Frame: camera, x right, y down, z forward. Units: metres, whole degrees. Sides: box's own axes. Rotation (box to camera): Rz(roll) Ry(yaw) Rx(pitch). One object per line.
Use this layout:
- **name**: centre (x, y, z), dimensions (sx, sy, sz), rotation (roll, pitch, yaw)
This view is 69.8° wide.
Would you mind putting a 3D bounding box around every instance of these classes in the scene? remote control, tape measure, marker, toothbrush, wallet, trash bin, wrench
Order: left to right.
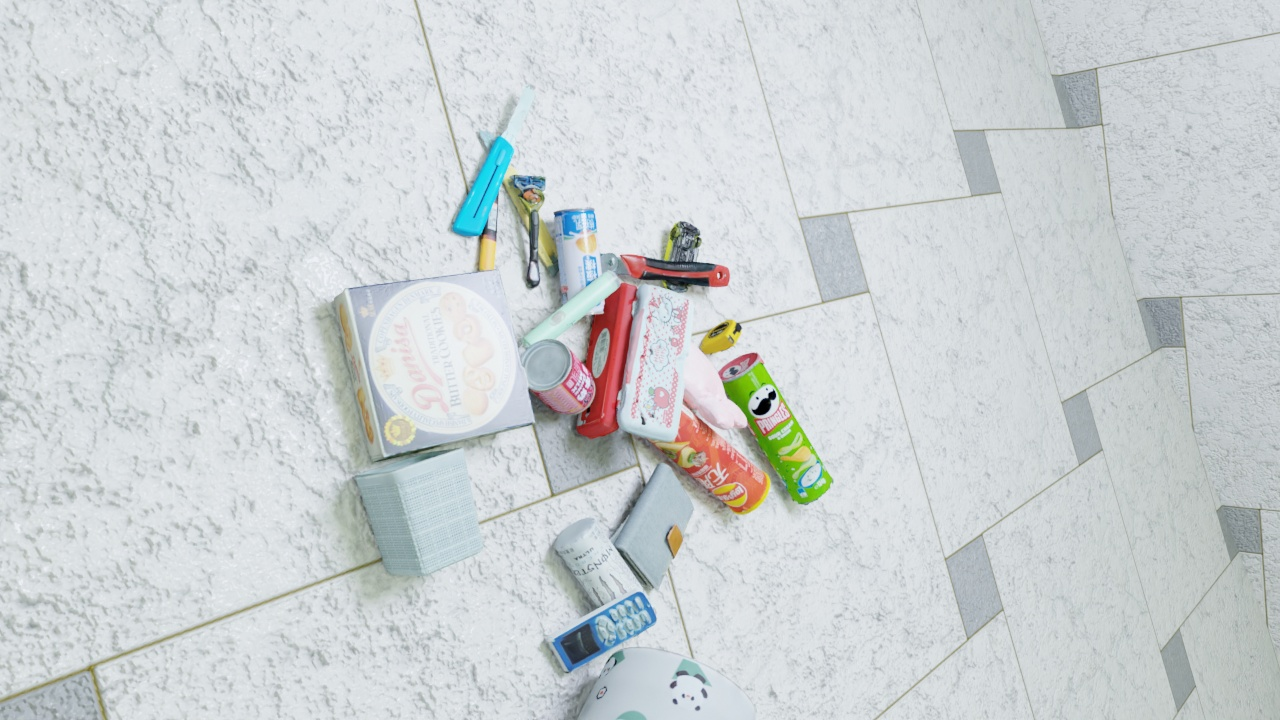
- **marker**: centre (-0.183, -0.160, 1.114), dimensions (0.018, 0.015, 0.123), rotation (15, 66, -33)
- **toothbrush**: centre (-0.111, -0.035, 1.098), dimensions (0.224, 0.027, 0.026), rotation (-41, 65, -20)
- **remote control**: centre (-0.044, 0.311, 1.063), dimensions (0.125, 0.024, 0.049), rotation (-28, 104, -7)
- **marker**: centre (-0.006, 0.198, 1.176), dimensions (0.017, 0.017, 0.145), rotation (55, 49, -17)
- **trash bin**: centre (0.004, 0.467, 0.982), dimensions (0.229, 0.230, 0.251), rotation (48, 46, -22)
- **wrench**: centre (0.015, -0.131, 1.259), dimensions (0.273, 0.016, 0.056), rotation (8, 85, -32)
- **wallet**: centre (0.024, 0.214, 1.172), dimensions (0.106, 0.037, 0.129), rotation (57, 50, -36)
- **tape measure**: centre (0.120, -0.032, 1.324), dimensions (0.029, 0.060, 0.057), rotation (52, 45, -17)

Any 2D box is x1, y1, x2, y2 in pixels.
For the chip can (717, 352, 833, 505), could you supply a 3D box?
- **chip can**: centre (0.201, 0.102, 1.353), dimensions (0.072, 0.072, 0.236), rotation (-47, 111, -39)

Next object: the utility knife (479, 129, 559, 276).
- **utility knife**: centre (-0.150, -0.199, 1.158), dimensions (0.030, 0.021, 0.201), rotation (-37, 99, -42)

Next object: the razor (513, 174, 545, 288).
- **razor**: centre (-0.134, -0.161, 1.140), dimensions (0.042, 0.022, 0.142), rotation (-1, 89, -25)

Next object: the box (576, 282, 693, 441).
- **box**: centre (-0.004, 0.006, 1.161), dimensions (0.100, 0.110, 0.201), rotation (21, 65, -28)

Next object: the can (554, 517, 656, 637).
- **can**: centre (-0.041, 0.260, 1.099), dimensions (0.058, 0.058, 0.147), rotation (-45, 109, -40)

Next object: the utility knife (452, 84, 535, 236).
- **utility knife**: centre (-0.174, -0.250, 1.130), dimensions (0.034, 0.018, 0.233), rotation (26, 65, -17)

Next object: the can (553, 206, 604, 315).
- **can**: centre (-0.077, -0.123, 1.160), dimensions (0.053, 0.053, 0.134), rotation (-9, 95, -43)

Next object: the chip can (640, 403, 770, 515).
- **chip can**: centre (0.084, 0.125, 1.239), dimensions (0.216, 0.073, 0.073), rotation (42, 54, -27)

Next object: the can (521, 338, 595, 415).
- **can**: centre (-0.096, 0.022, 1.085), dimensions (0.094, 0.067, 0.066), rotation (54, 40, -61)

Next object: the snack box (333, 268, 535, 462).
- **snack box**: centre (-0.220, 0.002, 0.996), dimensions (0.182, 0.046, 0.178), rotation (-12, 87, -34)

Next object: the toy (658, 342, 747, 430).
- **toy**: centre (0.079, 0.033, 1.238), dimensions (0.159, 0.054, 0.121), rotation (53, 21, 21)

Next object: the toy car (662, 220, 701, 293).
- **toy car**: centre (0.055, -0.147, 1.315), dimensions (0.048, 0.032, 0.105), rotation (17, 79, -32)

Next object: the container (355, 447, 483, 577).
- **container**: centre (-0.223, 0.156, 0.943), dimensions (0.089, 0.090, 0.111), rotation (-17, 93, -43)
